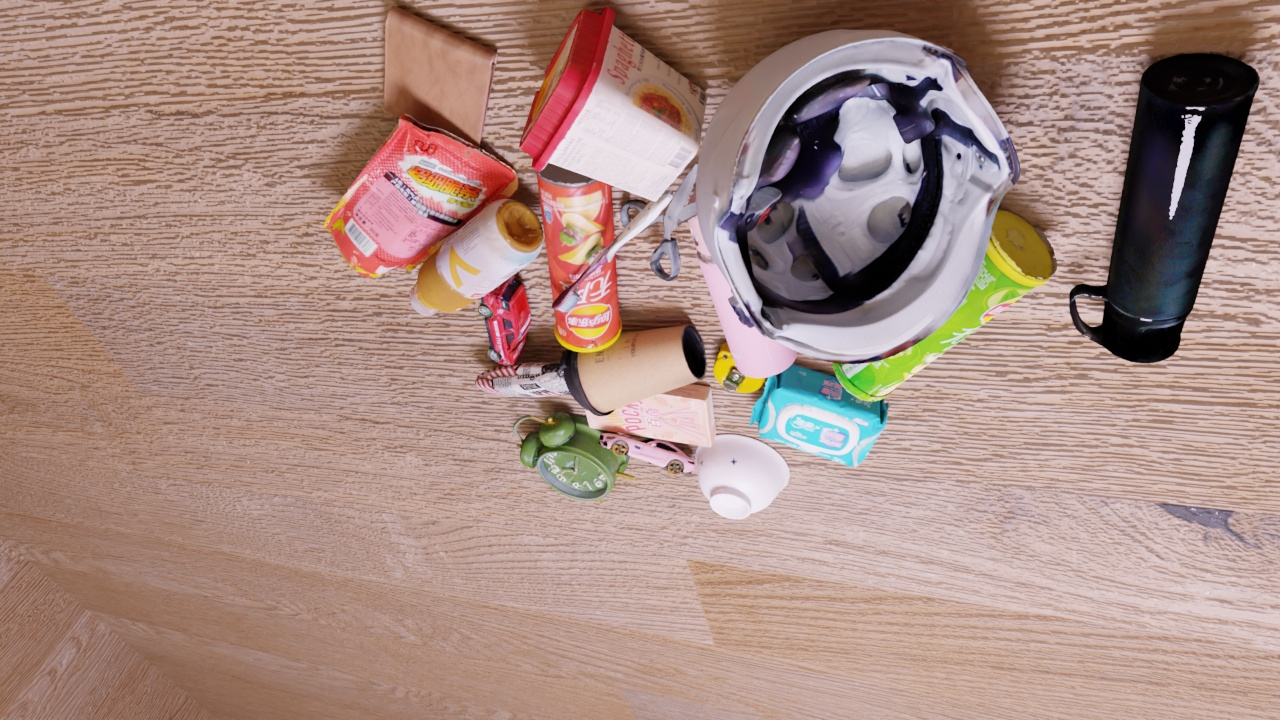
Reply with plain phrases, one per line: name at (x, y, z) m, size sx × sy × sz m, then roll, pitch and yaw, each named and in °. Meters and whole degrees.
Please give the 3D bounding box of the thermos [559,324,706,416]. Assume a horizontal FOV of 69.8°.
thermos at (-0.006, 0.006, 0.988) m, size 0.143 × 0.092 × 0.093 m, roll -13°, pitch 128°, yaw 27°

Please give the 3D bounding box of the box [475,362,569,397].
box at (-0.129, 0.019, 1.076) m, size 0.165 × 0.068 × 0.051 m, roll -3°, pitch 95°, yaw 40°

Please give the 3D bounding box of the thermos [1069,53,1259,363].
thermos at (0.382, -0.101, 0.690) m, size 0.090 × 0.068 × 0.243 m, roll 2°, pitch 136°, yaw 17°

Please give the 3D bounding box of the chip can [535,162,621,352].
chip can at (-0.057, -0.105, 0.899) m, size 0.073 × 0.073 × 0.217 m, roll 13°, pitch 139°, yaw 12°

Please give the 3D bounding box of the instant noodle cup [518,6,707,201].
instant noodle cup at (-0.019, -0.201, 0.751) m, size 0.124 × 0.116 × 0.117 m, roll 24°, pitch 142°, yaw -19°

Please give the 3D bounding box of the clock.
clock at (-0.090, 0.119, 1.173) m, size 0.161 × 0.056 × 0.116 m, roll 35°, pitch 138°, yaw -13°

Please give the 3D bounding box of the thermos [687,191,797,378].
thermos at (0.100, -0.069, 0.855) m, size 0.067 × 0.087 × 0.199 m, roll -27°, pitch 131°, yaw -5°

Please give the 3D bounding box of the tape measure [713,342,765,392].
tape measure at (0.106, 0.011, 0.981) m, size 0.060 × 0.028 × 0.057 m, roll 21°, pitch 141°, yaw 3°

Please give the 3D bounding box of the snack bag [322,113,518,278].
snack bag at (-0.229, -0.160, 0.927) m, size 0.128 × 0.073 × 0.208 m, roll 29°, pitch 138°, yaw -29°

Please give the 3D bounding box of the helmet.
helmet at (0.144, -0.131, 0.695) m, size 0.229 × 0.145 × 0.258 m, roll -37°, pitch 132°, yaw 7°

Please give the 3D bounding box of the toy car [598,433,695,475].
toy car at (0.009, 0.110, 1.119) m, size 0.122 × 0.037 × 0.056 m, roll 19°, pitch 175°, yaw -8°

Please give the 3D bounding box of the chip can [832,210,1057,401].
chip can at (0.259, -0.040, 0.816) m, size 0.072 × 0.072 × 0.222 m, roll 32°, pitch 140°, yaw -9°

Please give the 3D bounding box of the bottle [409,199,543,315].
bottle at (-0.175, -0.097, 0.938) m, size 0.068 × 0.067 × 0.190 m, roll 42°, pitch 136°, yaw -21°

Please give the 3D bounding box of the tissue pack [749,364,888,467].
tissue pack at (0.187, 0.057, 0.975) m, size 0.133 × 0.050 × 0.093 m, roll 17°, pitch 141°, yaw 8°

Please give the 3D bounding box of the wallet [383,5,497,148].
wallet at (-0.186, -0.254, 0.838) m, size 0.101 × 0.020 × 0.116 m, roll 24°, pitch 143°, yaw -2°

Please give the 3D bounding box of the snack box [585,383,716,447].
snack box at (0.008, 0.056, 1.079) m, size 0.157 × 0.026 × 0.085 m, roll 7°, pitch 138°, yaw 18°

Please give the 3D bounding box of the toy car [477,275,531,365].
toy car at (-0.148, -0.043, 1.024) m, size 0.045 × 0.052 × 0.121 m, roll 18°, pitch 142°, yaw 14°

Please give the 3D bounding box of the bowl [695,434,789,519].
bowl at (0.114, 0.151, 1.103) m, size 0.118 × 0.064 × 0.118 m, roll 14°, pitch 140°, yaw 12°

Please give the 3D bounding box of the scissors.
scissors at (0.029, -0.122, 0.820) m, size 0.165 × 0.014 × 0.163 m, roll 33°, pitch 148°, yaw 44°

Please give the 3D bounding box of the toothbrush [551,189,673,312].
toothbrush at (-0.026, -0.095, 0.838) m, size 0.017 × 0.016 × 0.188 m, roll 25°, pitch 136°, yaw -26°
